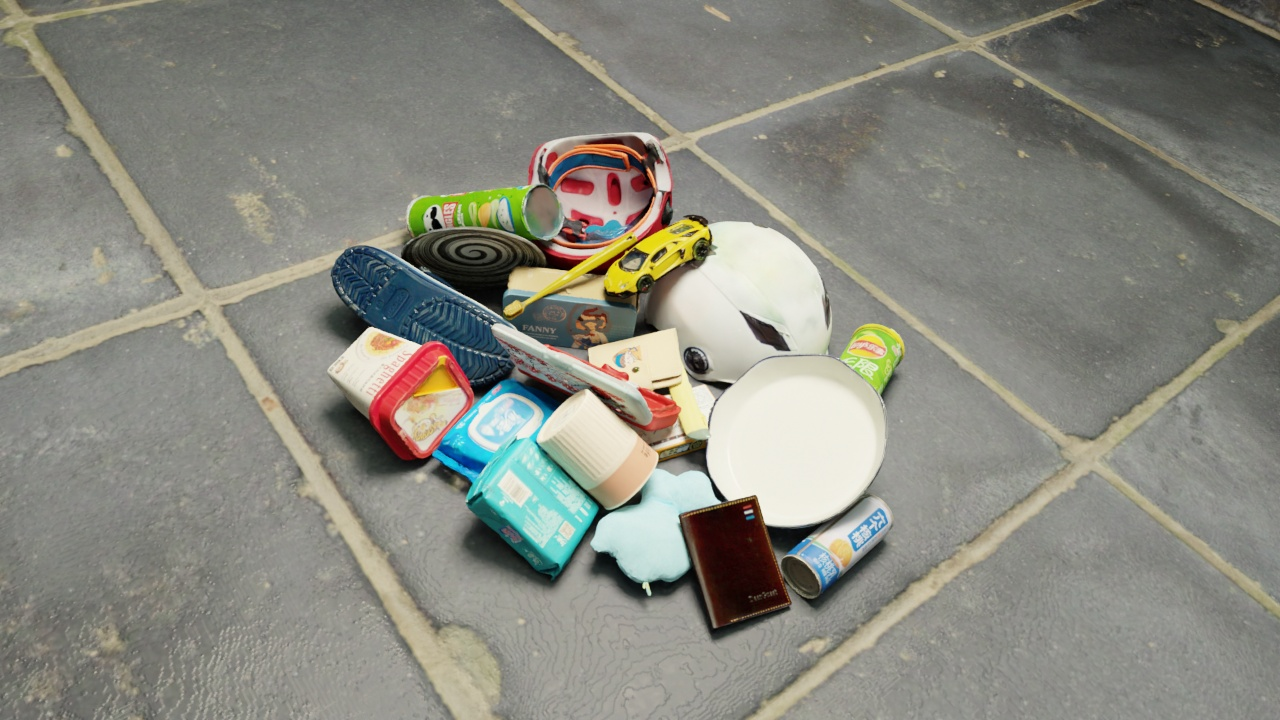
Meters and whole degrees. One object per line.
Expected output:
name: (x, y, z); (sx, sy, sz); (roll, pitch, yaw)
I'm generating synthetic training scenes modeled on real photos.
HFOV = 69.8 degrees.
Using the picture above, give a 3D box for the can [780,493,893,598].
can: (0.215, 0.198, 0.992); (0.134, 0.053, 0.053); (-30, 58, -32)

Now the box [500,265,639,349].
box: (-0.094, -0.066, 1.169); (0.184, 0.090, 0.062); (4, 47, -3)

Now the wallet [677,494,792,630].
wallet: (0.098, 0.208, 0.956); (0.096, 0.020, 0.122); (-9, 72, -24)

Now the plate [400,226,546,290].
plate: (-0.208, -0.133, 1.155); (0.179, 0.180, 0.024); (2, 70, -8)

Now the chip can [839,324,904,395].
chip can: (0.259, 0.042, 1.137); (0.072, 0.073, 0.220); (27, 48, 15)

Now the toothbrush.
toothbrush: (-0.085, -0.104, 1.117); (0.190, 0.017, 0.015); (-33, 81, -11)

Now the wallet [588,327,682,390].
wallet: (-0.007, 0.007, 1.133); (0.115, 0.024, 0.087); (-12, 54, 7)

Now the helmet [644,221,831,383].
helmet: (0.141, -0.088, 1.189); (0.228, 0.146, 0.258); (-29, 57, -31)

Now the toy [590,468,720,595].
toy: (0.023, 0.179, 0.981); (0.161, 0.050, 0.156); (8, 44, -15)

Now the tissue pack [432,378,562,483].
tissue pack: (-0.152, 0.080, 1.042); (0.095, 0.052, 0.156); (28, 48, 16)

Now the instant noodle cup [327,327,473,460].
instant noodle cup: (-0.272, 0.030, 1.027); (0.124, 0.117, 0.116); (25, 64, 29)

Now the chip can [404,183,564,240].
chip can: (-0.207, -0.187, 1.200); (0.236, 0.072, 0.072); (4, 36, 39)

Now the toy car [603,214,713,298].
toy car: (0.020, -0.127, 1.127); (0.155, 0.041, 0.071); (-34, 34, -14)

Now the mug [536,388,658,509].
mug: (-0.052, 0.094, 0.990); (0.106, 0.115, 0.081); (45, 72, -14)

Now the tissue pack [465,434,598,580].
tissue pack: (-0.110, 0.152, 0.956); (0.133, 0.050, 0.093); (46, 48, -10)

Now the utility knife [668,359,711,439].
utility knife: (0.052, 0.038, 1.101); (0.031, 0.018, 0.166); (-17, 46, -1)

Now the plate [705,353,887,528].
plate: (0.175, 0.091, 1.029); (0.205, 0.045, 0.204); (-11, 63, 22)

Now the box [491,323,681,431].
box: (-0.063, 0.022, 1.039); (0.201, 0.161, 0.059); (24, 89, 25)

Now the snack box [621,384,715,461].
snack box: (0.028, 0.080, 1.093); (0.153, 0.026, 0.075); (-15, 50, -23)

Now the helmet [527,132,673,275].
helmet: (-0.051, -0.190, 1.257); (0.207, 0.144, 0.239); (-3, 56, 12)

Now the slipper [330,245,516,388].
slipper: (-0.262, -0.051, 1.127); (0.253, 0.105, 0.095); (31, 7, 2)
